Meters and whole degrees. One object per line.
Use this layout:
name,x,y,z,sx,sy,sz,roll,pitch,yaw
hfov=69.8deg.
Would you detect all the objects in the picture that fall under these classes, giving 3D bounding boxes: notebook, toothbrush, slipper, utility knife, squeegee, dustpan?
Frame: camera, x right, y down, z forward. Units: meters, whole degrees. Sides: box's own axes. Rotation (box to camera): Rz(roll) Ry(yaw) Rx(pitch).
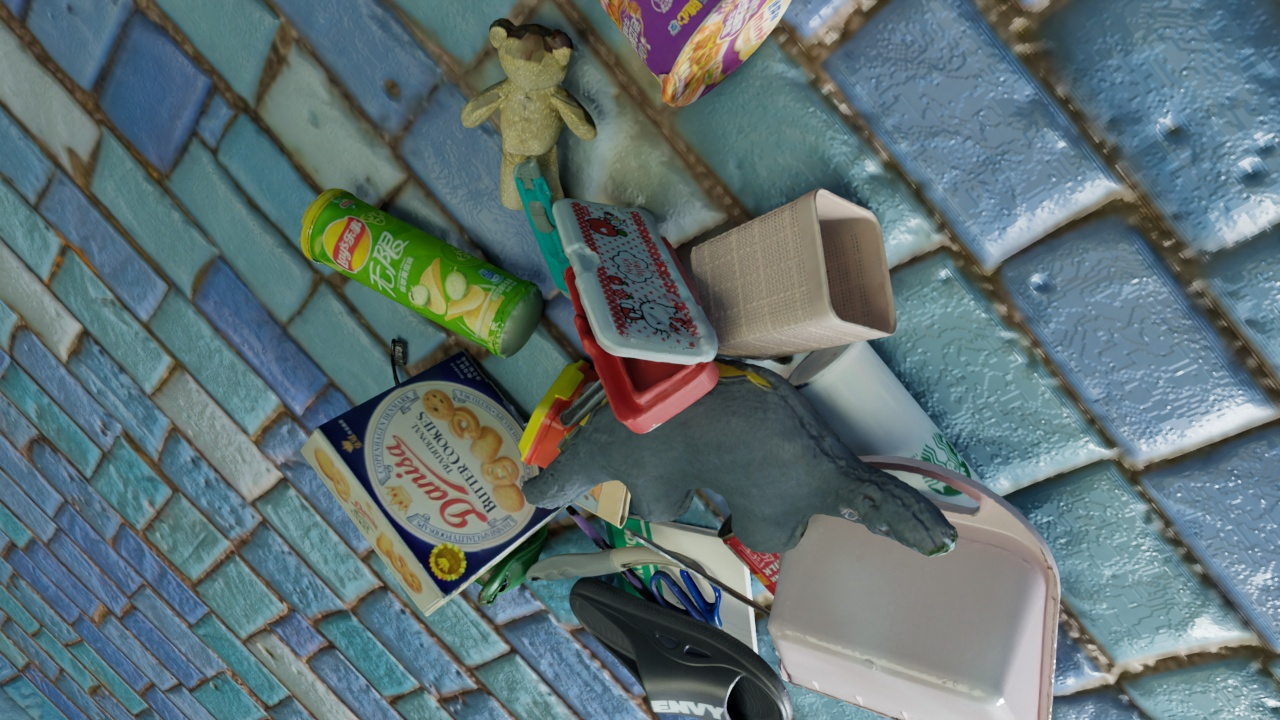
notebook,0.044,0.245,0.922,0.151,0.012,0.209,7,123,28
toothbrush,-0.012,0.216,0.919,0.189,0.014,0.017,48,146,-4
toothbrush,-0.248,0.056,0.967,0.016,0.014,0.190,4,125,0
slipper,0.021,0.300,0.888,0.268,0.083,0.111,17,138,36
utility knife,-0.072,-0.098,0.732,0.029,0.013,0.161,10,147,21
squeegee,-0.016,0.190,0.847,0.247,0.039,0.246,-9,145,41
dustpan,0.213,0.192,0.711,0.223,0.138,0.273,11,155,25

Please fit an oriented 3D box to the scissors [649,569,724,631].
scissors,0.081,0.263,0.894,0.173,0.012,0.129,34,131,6

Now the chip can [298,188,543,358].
chip can,-0.191,-0.077,0.809,0.221,0.072,0.073,27,129,12

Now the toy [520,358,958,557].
toy,0.055,0.067,0.670,0.357,0.091,0.138,3,87,36

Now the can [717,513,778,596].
can,0.131,0.183,0.802,0.133,0.053,0.053,47,131,-4

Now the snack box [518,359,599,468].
snack box,-0.052,0.059,0.807,0.080,0.091,0.082,30,131,1

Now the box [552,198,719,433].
box,-0.014,-0.053,0.638,0.094,0.201,0.091,-34,128,9

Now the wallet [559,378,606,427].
wallet,-0.004,0.004,0.736,0.019,0.097,0.121,51,131,5

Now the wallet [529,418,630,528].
wallet,-0.059,0.103,0.880,0.115,0.024,0.087,27,132,21

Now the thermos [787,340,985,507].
thermos,0.206,0.080,0.683,0.224,0.073,0.073,49,131,-7

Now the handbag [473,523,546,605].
handbag,-0.171,0.186,0.937,0.131,0.119,0.068,28,124,14

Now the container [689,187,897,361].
container,0.101,-0.052,0.632,0.111,0.090,0.089,-16,73,40

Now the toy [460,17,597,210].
toy,-0.080,-0.177,0.692,0.105,0.066,0.158,15,133,10

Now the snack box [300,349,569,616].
snack box,-0.174,0.102,0.825,0.178,0.182,0.046,51,132,4

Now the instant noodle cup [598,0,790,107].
instant noodle cup,0.026,-0.232,0.566,0.099,0.111,0.112,48,131,5
